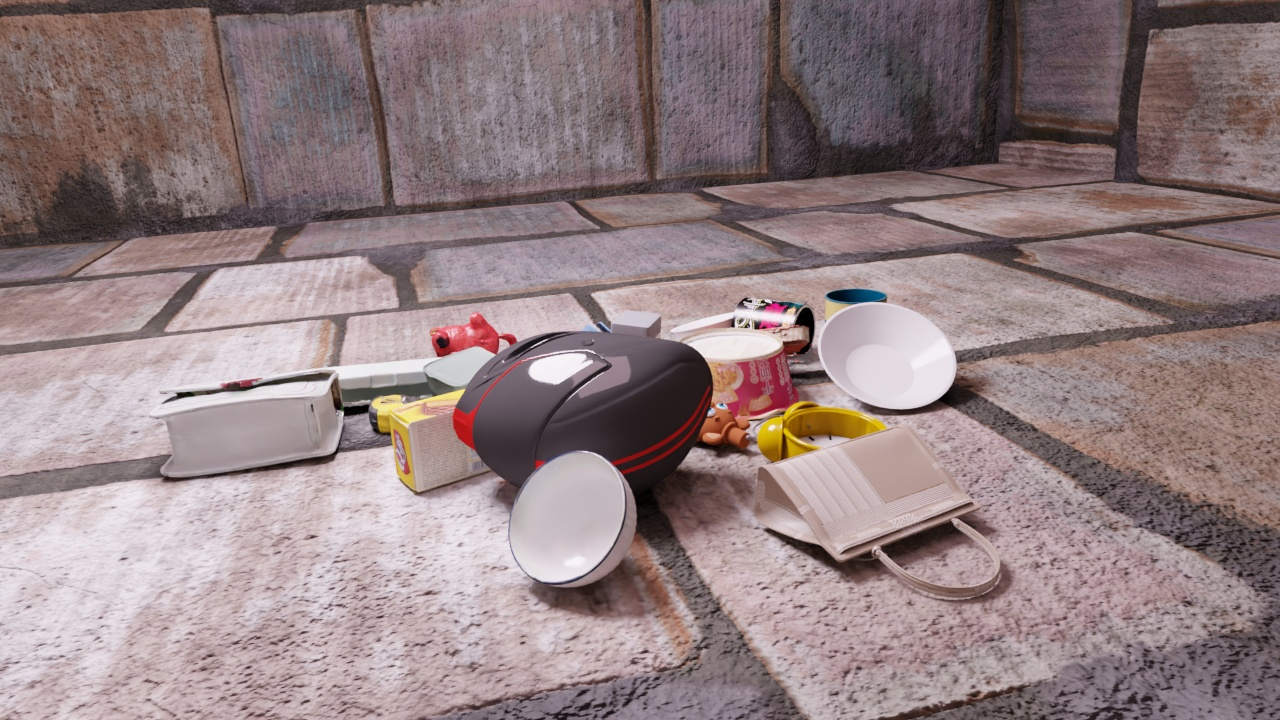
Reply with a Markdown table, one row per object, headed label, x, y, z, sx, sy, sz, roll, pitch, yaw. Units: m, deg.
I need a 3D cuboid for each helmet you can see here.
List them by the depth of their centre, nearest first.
| label | x | y | z | sx | sy | sz | roll | pitch | yaw |
| --- | --- | --- | --- | --- | --- | --- | --- | --- | --- |
| helmet | -0.044 | 0.061 | 0.927 | 0.264 | 0.164 | 0.170 | -18 | 33 | -17 |

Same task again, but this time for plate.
| label | x | y | z | sx | sy | sz | roll | pitch | yaw |
| --- | --- | --- | --- | --- | --- | --- | --- | --- | --- |
| plate | 0.312 | 0.002 | 1.181 | 0.174 | 0.036 | 0.173 | 1 | 52 | -1 |

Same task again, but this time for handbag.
| label | x | y | z | sx | sy | sz | roll | pitch | yaw |
| --- | --- | --- | --- | --- | --- | --- | --- | --- | --- |
| handbag | 0.231 | 0.142 | 0.816 | 0.175 | 0.062 | 0.198 | -13 | 30 | -26 |
| handbag | -0.464 | 0.063 | 1.101 | 0.198 | 0.096 | 0.142 | -8 | 18 | -10 |
| handbag | -0.212 | 0.032 | 1.199 | 0.106 | 0.067 | 0.122 | -26 | 27 | -32 |

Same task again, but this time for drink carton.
| label | x | y | z | sx | sy | sz | roll | pitch | yaw |
| --- | --- | --- | --- | --- | --- | --- | --- | --- | --- |
| drink carton | -0.007 | 0.007 | 1.150 | 0.048 | 0.125 | 0.076 | 8 | 20 | 15 |

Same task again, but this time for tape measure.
| label | x | y | z | sx | sy | sz | roll | pitch | yaw |
| --- | --- | --- | --- | --- | --- | --- | --- | --- | --- |
| tape measure | -0.312 | 0.065 | 1.163 | 0.064 | 0.037 | 0.065 | -5 | 18 | -8 |

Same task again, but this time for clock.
| label | x | y | z | sx | sy | sz | roll | pitch | yaw |
| --- | --- | --- | --- | --- | --- | --- | --- | --- | --- |
| clock | 0.196 | 0.087 | 0.995 | 0.152 | 0.052 | 0.113 | 16 | 25 | 35 |

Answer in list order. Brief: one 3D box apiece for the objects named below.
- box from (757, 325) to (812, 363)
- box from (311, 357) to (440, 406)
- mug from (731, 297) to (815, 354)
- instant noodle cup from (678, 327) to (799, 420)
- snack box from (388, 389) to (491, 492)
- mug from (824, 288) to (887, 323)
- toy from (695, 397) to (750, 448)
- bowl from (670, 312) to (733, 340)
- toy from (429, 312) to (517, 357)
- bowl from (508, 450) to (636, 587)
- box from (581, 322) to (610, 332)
| label | x | y | z | sx | sy | sz | roll | pitch | yaw |
| --- | --- | --- | --- | --- | --- | --- | --- | --- | --- |
| box | 0.151 | -0.010 | 1.294 | 0.189 | 0.062 | 0.058 | -6 | -1 | 30 |
| box | -0.352 | 0.027 | 1.249 | 0.198 | 0.066 | 0.083 | -6 | 40 | -20 |
| mug | 0.188 | -0.035 | 1.346 | 0.098 | 0.082 | 0.117 | 9 | 49 | 34 |
| instant noodle cup | 0.116 | 0.011 | 1.194 | 0.178 | 0.078 | 0.178 | -3 | 17 | 1 |
| snack box | -0.214 | 0.086 | 1.008 | 0.105 | 0.084 | 0.061 | -15 | 22 | -34 |
| mug | 0.313 | -0.039 | 1.272 | 0.114 | 0.107 | 0.083 | 0 | 16 | 11 |
| toy | 0.072 | 0.064 | 1.064 | 0.094 | 0.065 | 0.128 | -21 | 30 | -39 |
| bowl | 0.104 | -0.039 | 1.400 | 0.110 | 0.040 | 0.110 | -15 | 7 | 2 |
| toy | -0.254 | -0.030 | 1.389 | 0.132 | 0.088 | 0.094 | -9 | 8 | -21 |
| bowl | -0.050 | 0.144 | 0.799 | 0.118 | 0.118 | 0.062 | 11 | -20 | 36 |
| box | -0.040 | 0.009 | 1.310 | 0.074 | 0.078 | 0.209 | -49 | 25 | 1 |
